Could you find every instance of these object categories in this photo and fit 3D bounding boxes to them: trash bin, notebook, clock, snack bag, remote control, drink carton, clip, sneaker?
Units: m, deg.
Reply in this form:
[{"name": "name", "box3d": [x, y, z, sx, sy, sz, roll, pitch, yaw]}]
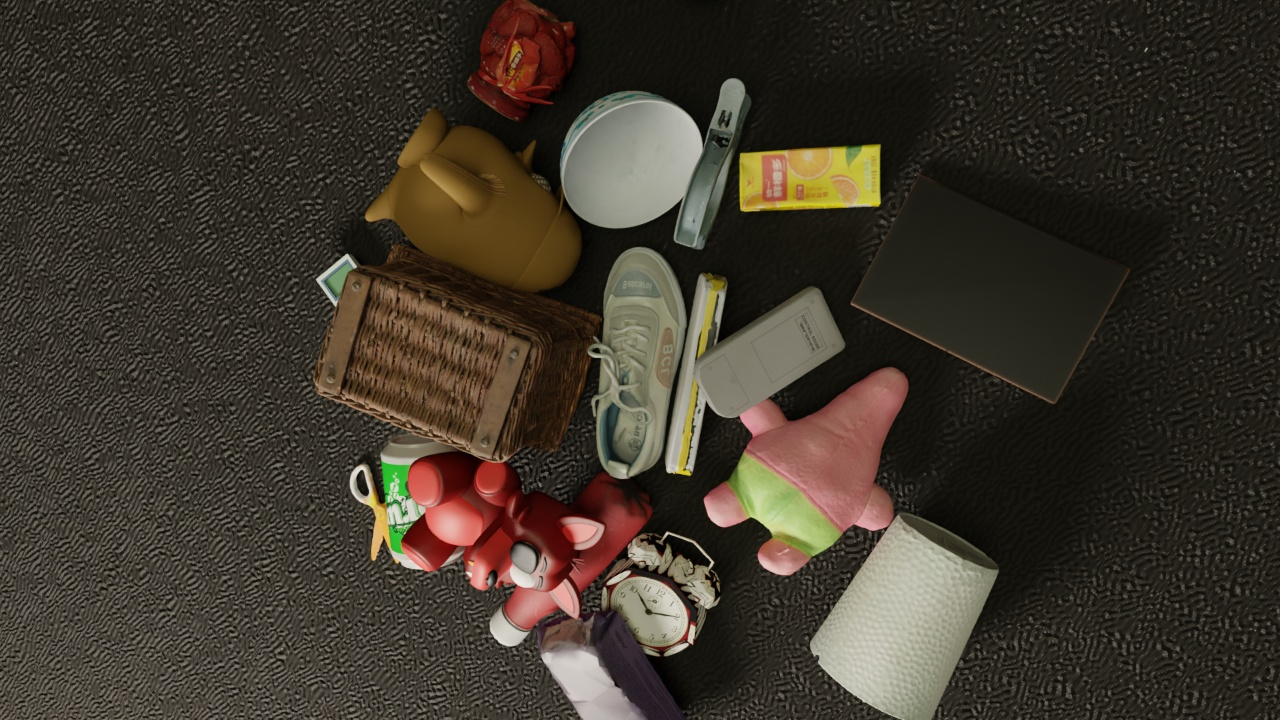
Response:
[{"name": "trash bin", "box3d": [0.264, 0.245, 0.901, 0.133, 0.133, 0.161, 27, 99, 8]}, {"name": "notebook", "box3d": [0.328, -0.070, 0.872, 0.209, 0.008, 0.141, 28, 95, 13]}, {"name": "clock", "box3d": [0.027, 0.241, 0.984, 0.114, 0.064, 0.155, 32, 120, 7]}, {"name": "snack bag", "box3d": [-0.027, 0.362, 0.993, 0.097, 0.058, 0.205, -21, 108, 33]}, {"name": "remote control", "box3d": [0.126, -0.006, 0.913, 0.151, 0.019, 0.074, -32, 111, -5]}, {"name": "drink carton", "box3d": [0.165, -0.178, 0.898, 0.135, 0.043, 0.058, -1, 96, 13]}, {"name": "clip", "box3d": [0.076, -0.191, 0.921, 0.028, 0.127, 0.167, 20, 95, 9]}, {"name": "sneaker", "box3d": [-0.006, 0.006, 0.944, 0.089, 0.090, 0.242, 6, 100, 13]}, {"name": "remote control", "box3d": [-0.303, -0.049, 1.040, 0.050, 0.024, 0.143, -36, 90, 12]}]

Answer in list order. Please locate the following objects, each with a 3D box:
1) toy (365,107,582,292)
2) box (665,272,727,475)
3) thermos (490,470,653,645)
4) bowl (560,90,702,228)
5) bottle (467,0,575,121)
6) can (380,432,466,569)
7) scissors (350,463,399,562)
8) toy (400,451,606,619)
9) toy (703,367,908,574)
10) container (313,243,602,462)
[{"name": "toy", "box3d": [-0.147, -0.154, 0.930, 0.203, 0.199, 0.162, 34, 88, -13]}, {"name": "box", "box3d": [0.058, 0.014, 0.944, 0.033, 0.064, 0.209, 9, 101, -1]}, {"name": "thermos", "box3d": [-0.084, 0.224, 1.007, 0.073, 0.073, 0.240, 41, 107, 4]}, {"name": "bowl", "box3d": [-0.019, -0.211, 0.908, 0.144, 0.144, 0.074, -40, 48, 16]}, {"name": "bottle", "box3d": [-0.116, -0.302, 0.919, 0.099, 0.098, 0.111, 40, 110, 5]}, {"name": "can", "box3d": [-0.239, 0.154, 1.025, 0.088, 0.087, 0.140, -1, 98, 14]}, {"name": "scissors", "box3d": [-0.314, 0.180, 1.086, 0.097, 0.012, 0.133, 17, 101, 11]}, {"name": "toy", "box3d": [-0.138, 0.174, 0.923, 0.197, 0.120, 0.159, 26, 127, 13]}, {"name": "toy", "box3d": [0.180, 0.098, 0.918, 0.192, 0.097, 0.237, 42, 92, 6]}, {"name": "container", "box3d": [-0.188, -0.005, 0.924, 0.250, 0.183, 0.162, 20, 97, 4]}]
